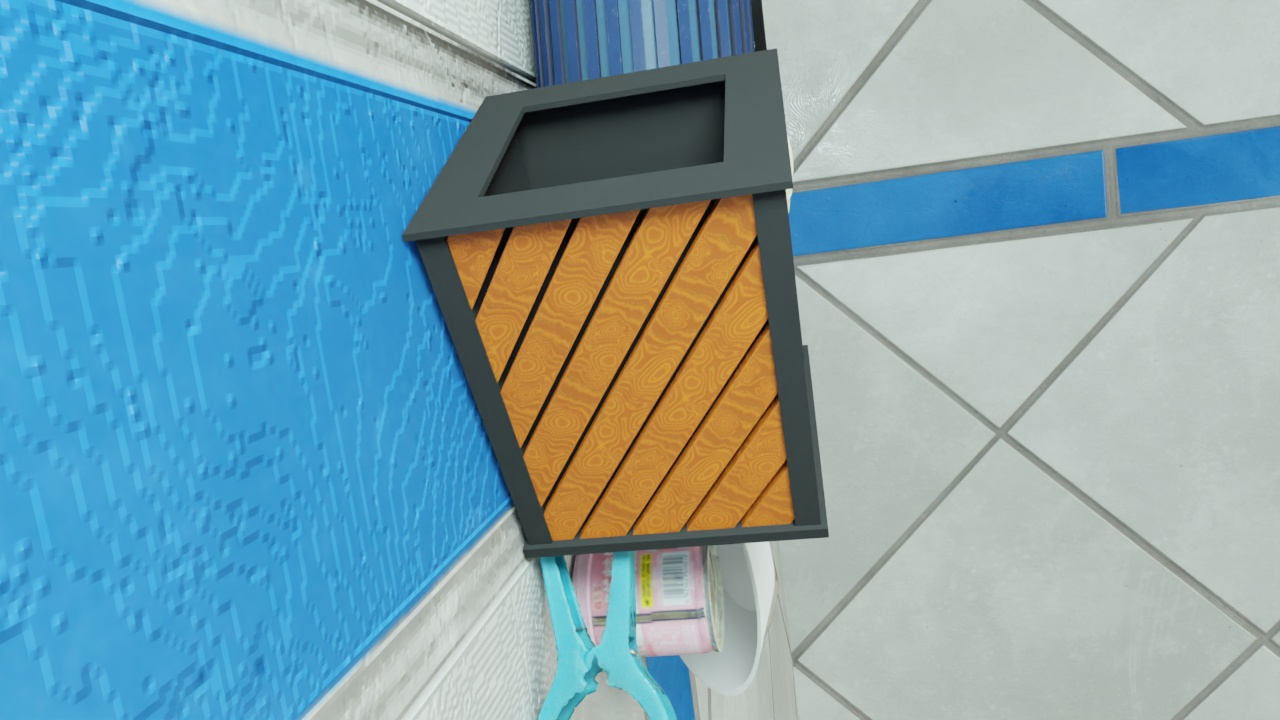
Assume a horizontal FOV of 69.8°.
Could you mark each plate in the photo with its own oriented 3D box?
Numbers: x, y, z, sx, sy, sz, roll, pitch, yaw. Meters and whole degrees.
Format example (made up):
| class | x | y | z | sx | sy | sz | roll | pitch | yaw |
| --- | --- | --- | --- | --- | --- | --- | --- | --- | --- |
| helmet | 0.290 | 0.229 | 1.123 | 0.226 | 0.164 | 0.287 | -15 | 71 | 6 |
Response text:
| class | x | y | z | sx | sy | sz | roll | pitch | yaw |
| --- | --- | --- | --- | --- | --- | --- | --- | --- | --- |
| plate | 0.046 | 0.125 | 0.598 | 0.174 | 0.036 | 0.174 | 42 | -42 | 53 |

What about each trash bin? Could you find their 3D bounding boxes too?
| class | x | y | z | sx | sy | sz | roll | pitch | yaw |
| --- | --- | --- | --- | --- | --- | --- | --- | --- | --- |
| trash bin | 0.004 | -0.025 | 0.423 | 0.139 | 0.140 | 0.172 | -82 | 163 | -53 |
| trash bin | -0.001 | -0.212 | 0.524 | 0.139 | 0.139 | 0.249 | -1 | 87 | -80 |

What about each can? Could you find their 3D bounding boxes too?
| class | x | y | z | sx | sy | sz | roll | pitch | yaw |
| --- | --- | --- | --- | --- | --- | --- | --- | --- | --- |
| can | 0.005 | 0.133 | 0.518 | 0.067 | 0.076 | 0.067 | -5 | 89 | -80 |

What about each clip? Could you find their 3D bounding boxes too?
| class | x | y | z | sx | sy | sz | roll | pitch | yaw |
| --- | --- | --- | --- | --- | --- | --- | --- | --- | --- |
| clip | -0.037 | 0.147 | 0.431 | 0.130 | 0.120 | 0.030 | 63 | 5 | 23 |

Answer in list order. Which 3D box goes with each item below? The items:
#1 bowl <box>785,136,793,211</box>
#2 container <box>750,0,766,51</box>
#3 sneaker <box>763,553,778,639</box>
| class | x | y | z | sx | sy | sz | roll | pitch | yaw |
| --- | --- | --- | --- | --- | --- | --- | --- | --- | --- |
| bowl | 0.044 | -0.156 | 0.648 | 0.150 | 0.151 | 0.075 | -80 | -175 | -57 |
| container | 0.075 | -0.450 | 1.092 | 0.241 | 0.130 | 0.162 | 32 | 52 | -77 |
| sneaker | 0.073 | 0.158 | 0.849 | 0.119 | 0.095 | 0.234 | 28 | 67 | -66 |
